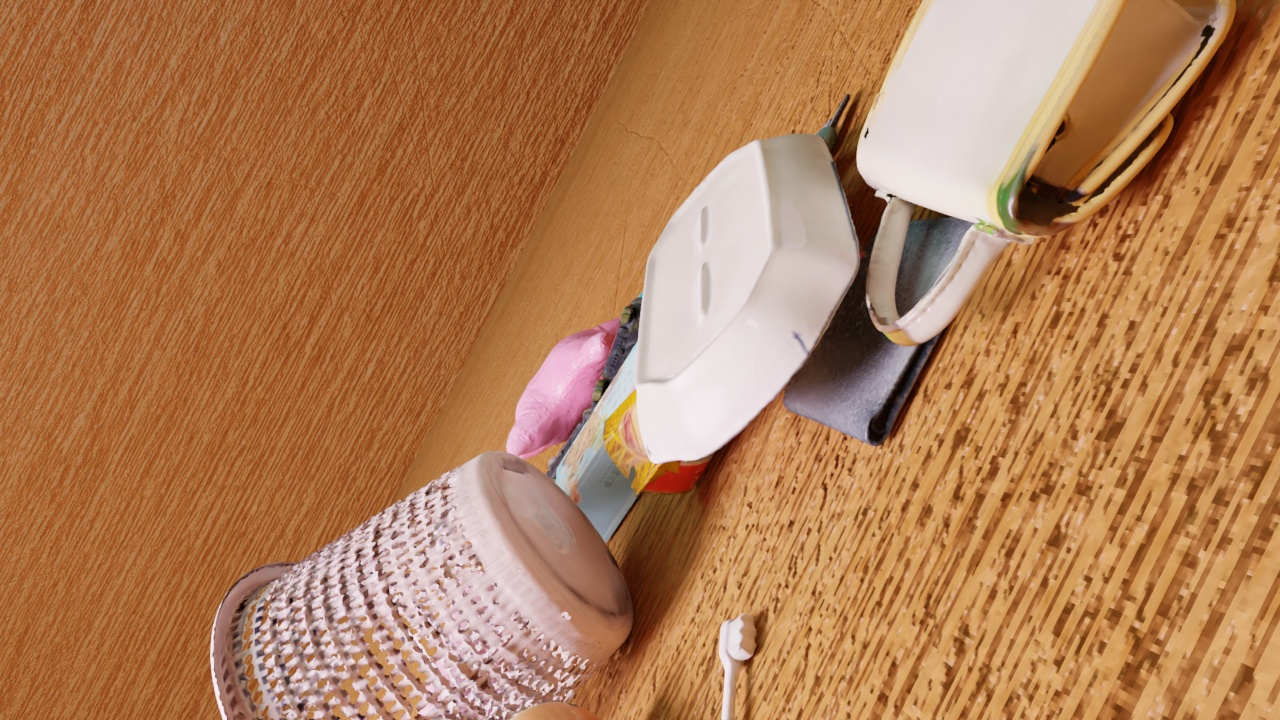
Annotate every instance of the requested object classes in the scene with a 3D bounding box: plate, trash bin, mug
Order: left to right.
[{"bbox_3d":[-0.121,0.172,0.598,0.192,0.227,0.227,-40,18,8],"label":"trash bin"},{"bbox_3d":[-0.027,0.223,0.444,0.078,0.078,0.123,-66,19,-12],"label":"mug"},{"bbox_3d":[0.047,-0.052,0.530,0.162,0.034,0.265,-45,20,28],"label":"plate"}]

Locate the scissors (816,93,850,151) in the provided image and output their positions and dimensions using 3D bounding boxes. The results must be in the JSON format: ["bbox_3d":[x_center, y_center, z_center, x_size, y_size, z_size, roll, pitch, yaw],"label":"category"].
[{"bbox_3d":[0.117,-0.132,0.640,0.177,0.019,0.169,-60,-2,-10],"label":"scissors"}]

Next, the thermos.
[{"bbox_3d":[-0.152,0.280,0.779,0.087,0.067,0.198,-46,22,31],"label":"thermos"}]

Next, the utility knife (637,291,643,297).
[{"bbox_3d":[0.025,-0.057,0.869,0.029,0.013,0.209,-37,12,-4],"label":"utility knife"}]

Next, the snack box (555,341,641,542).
[{"bbox_3d":[-0.007,0.051,0.716,0.175,0.051,0.074,-58,14,20],"label":"snack box"}]

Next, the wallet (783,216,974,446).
[{"bbox_3d":[0.123,-0.019,0.466,0.121,0.019,0.097,-62,16,-1],"label":"wallet"}]

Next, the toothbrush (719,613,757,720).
[{"bbox_3d":[0.038,0.188,0.393,0.016,0.016,0.179,-44,22,37],"label":"toothbrush"}]

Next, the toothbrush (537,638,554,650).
[{"bbox_3d":[-0.069,0.175,0.788,0.016,0.017,0.187,-58,12,27],"label":"toothbrush"}]

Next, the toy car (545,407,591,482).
[{"bbox_3d":[-0.059,0.089,0.870,0.106,0.031,0.049,-53,13,18],"label":"toy car"}]

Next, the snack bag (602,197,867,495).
[{"bbox_3d":[0.062,-0.010,0.570,0.208,0.073,0.128,-52,5,22],"label":"snack bag"}]

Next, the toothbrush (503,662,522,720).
[{"bbox_3d":[-0.100,0.290,0.678,0.189,0.029,0.021,-94,-3,-66],"label":"toothbrush"}]

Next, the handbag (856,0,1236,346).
[{"bbox_3d":[0.152,-0.092,0.409,0.179,0.063,0.163,-63,15,13],"label":"handbag"}]

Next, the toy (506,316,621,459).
[{"bbox_3d":[-0.073,0.030,0.930,0.195,0.074,0.178,-50,-1,14],"label":"toy"}]

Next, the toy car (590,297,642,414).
[{"bbox_3d":[-0.005,0.005,0.790,0.045,0.053,0.120,67,-137,-79],"label":"toy car"}]
